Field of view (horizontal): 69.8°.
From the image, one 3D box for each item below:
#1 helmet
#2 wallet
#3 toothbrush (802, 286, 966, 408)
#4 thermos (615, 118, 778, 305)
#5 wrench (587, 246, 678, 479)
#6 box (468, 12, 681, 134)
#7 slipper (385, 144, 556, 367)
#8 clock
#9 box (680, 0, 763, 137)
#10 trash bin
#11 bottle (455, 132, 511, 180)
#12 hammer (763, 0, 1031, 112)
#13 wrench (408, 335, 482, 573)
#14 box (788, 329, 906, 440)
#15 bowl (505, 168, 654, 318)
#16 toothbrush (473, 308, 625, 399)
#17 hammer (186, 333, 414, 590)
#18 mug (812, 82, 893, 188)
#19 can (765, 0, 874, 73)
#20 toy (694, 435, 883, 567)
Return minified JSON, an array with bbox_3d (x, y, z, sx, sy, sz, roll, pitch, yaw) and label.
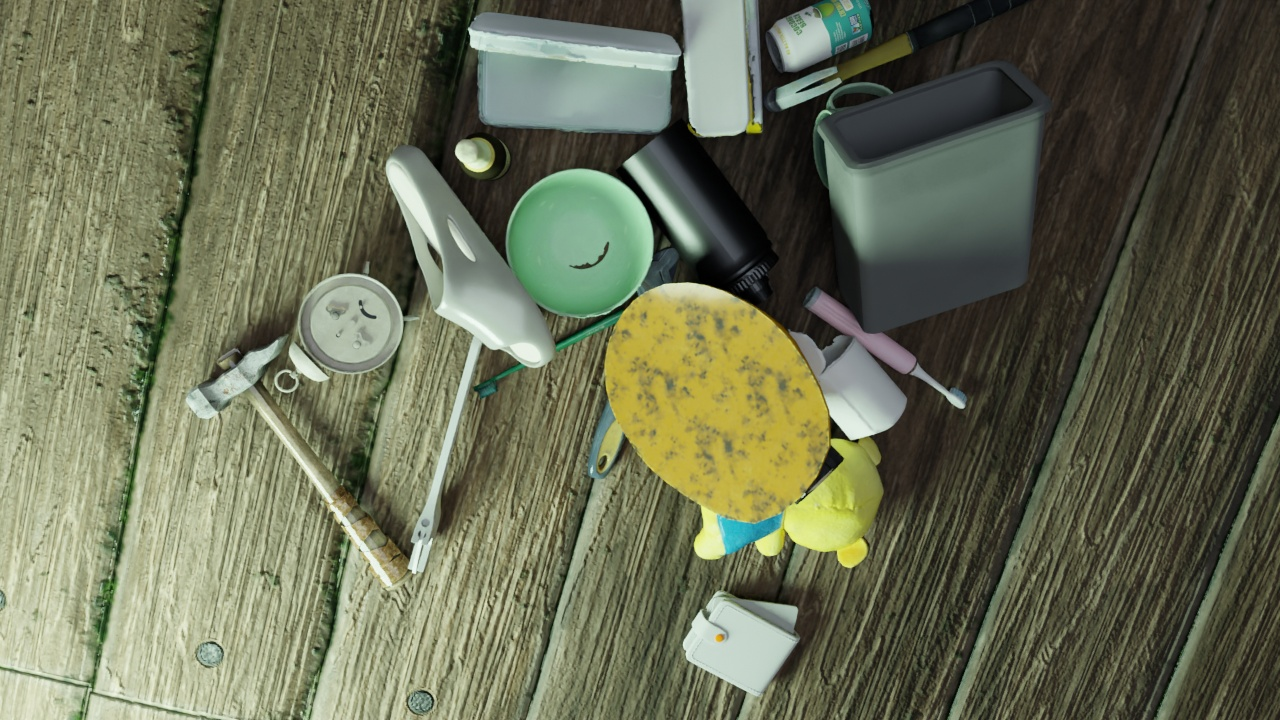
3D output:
[{"bbox_3d":[0.097,0.031,0.946,0.255,0.131,0.206,46,118,16],"label":"helmet"},{"bbox_3d":[0.123,0.319,1.073,0.118,0.037,0.115,31,98,-11],"label":"wallet"},{"bbox_3d":[0.276,-0.011,1.024,0.222,0.027,0.026,34,63,-9],"label":"toothbrush"},{"bbox_3d":[0.068,-0.145,0.959,0.086,0.086,0.198,-38,100,4],"label":"thermos"},{"bbox_3d":[-0.006,0.006,1.011,0.073,0.022,0.273,15,102,-23],"label":"wrench"},{"bbox_3d":[-0.068,-0.278,0.941,0.215,0.106,0.127,6,123,-4],"label":"box"},{"bbox_3d":[-0.194,-0.091,0.938,0.080,0.113,0.266,-37,98,-27],"label":"slipper"},{"bbox_3d":[-0.321,-0.024,0.971,0.156,0.061,0.103,-43,100,-10],"label":"clock"},{"bbox_3d":[0.091,-0.332,0.920,0.117,0.057,0.210,-14,105,-41],"label":"box"},{"bbox_3d":[0.288,-0.154,0.909,0.192,0.097,0.220,-18,136,1],"label":"trash bin"},{"bbox_3d":[-0.156,-0.199,0.890,0.045,0.184,0.045,0,100,-3],"label":"bottle"},{"bbox_3d":[0.291,-0.331,0.931,0.333,0.118,0.025,-24,102,-3],"label":"hammer"},{"bbox_3d":[-0.212,0.100,1.010,0.018,0.087,0.273,15,89,-5],"label":"wrench"},{"bbox_3d":[0.212,0.012,0.994,0.166,0.084,0.092,50,62,-8],"label":"box"},{"bbox_3d":[-0.063,-0.124,0.962,0.151,0.077,0.151,0,100,-2],"label":"bowl"},{"bbox_3d":[-0.099,-0.007,1.013,0.190,0.016,0.017,-28,98,3],"label":"toothbrush"},{"bbox_3d":[-0.356,0.122,1.015,0.121,0.049,0.319,-33,102,1],"label":"hammer"},{"bbox_3d":[0.240,-0.240,0.959,0.104,0.084,0.111,-11,72,-8],"label":"mug"},{"bbox_3d":[0.184,-0.338,0.944,0.101,0.055,0.055,-23,100,2],"label":"can"},{"bbox_3d":[0.168,0.158,1.022,0.214,0.084,0.149,-1,102,0],"label":"toy"}]
